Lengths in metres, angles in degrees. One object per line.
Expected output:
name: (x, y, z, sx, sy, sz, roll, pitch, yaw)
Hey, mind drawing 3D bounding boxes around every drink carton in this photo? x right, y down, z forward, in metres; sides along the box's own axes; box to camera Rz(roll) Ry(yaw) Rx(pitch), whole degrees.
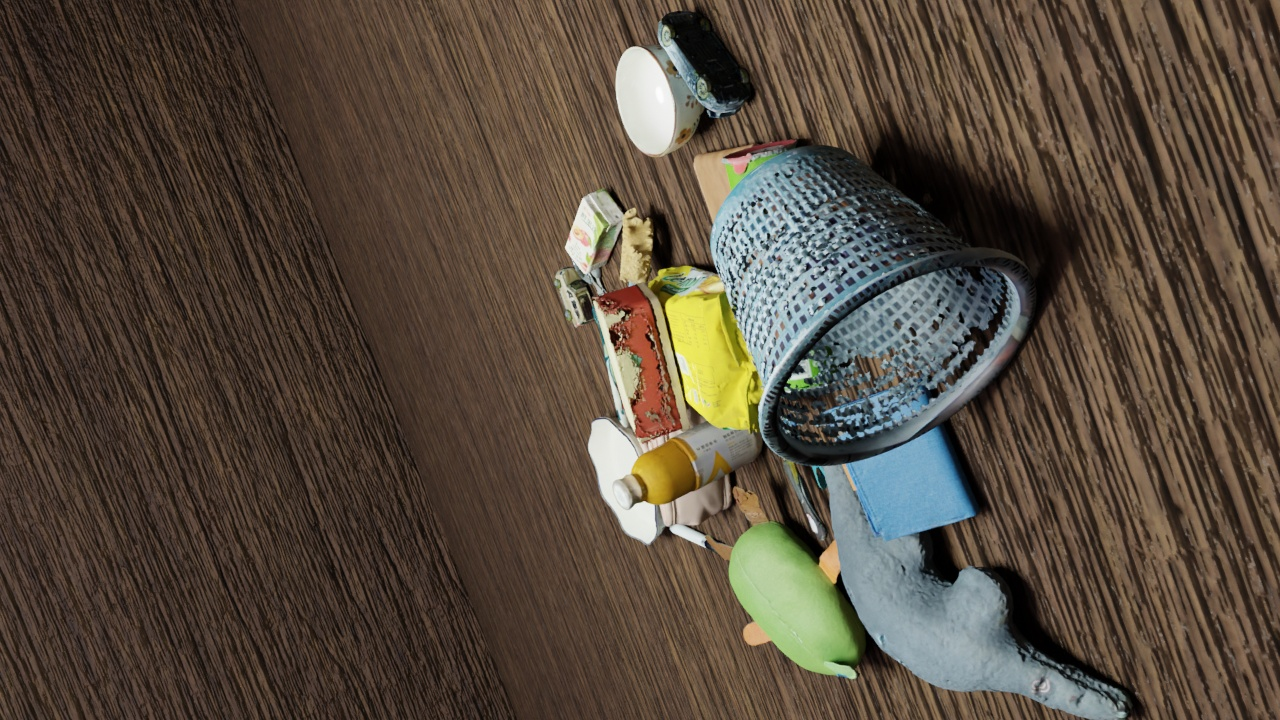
drink carton: (-0.060, -0.172, 1.229, 0.053, 0.045, 0.123, 55, 153, 13)

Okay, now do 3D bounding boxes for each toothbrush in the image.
toothbrush: (-0.042, 0.005, 1.327, 0.018, 0.016, 0.191, -36, 64, 54)

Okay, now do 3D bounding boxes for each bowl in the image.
bowl: (0.028, -0.275, 0.961, 0.113, 0.062, 0.114, 43, 143, 43)

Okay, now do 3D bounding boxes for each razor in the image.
razor: (0.176, 0.133, 1.023, 0.043, 0.022, 0.142, 134, 120, -65)

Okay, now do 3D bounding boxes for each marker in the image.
marker: (0.081, 0.257, 1.328, 0.131, 0.018, 0.022, 10, 126, 60)

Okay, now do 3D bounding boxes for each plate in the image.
plate: (-0.014, 0.179, 1.411, 0.205, 0.045, 0.205, 44, 145, 43)

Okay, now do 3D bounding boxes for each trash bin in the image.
trash bin: (0.161, -0.060, 0.738, 0.227, 0.226, 0.195, 99, 154, -47)

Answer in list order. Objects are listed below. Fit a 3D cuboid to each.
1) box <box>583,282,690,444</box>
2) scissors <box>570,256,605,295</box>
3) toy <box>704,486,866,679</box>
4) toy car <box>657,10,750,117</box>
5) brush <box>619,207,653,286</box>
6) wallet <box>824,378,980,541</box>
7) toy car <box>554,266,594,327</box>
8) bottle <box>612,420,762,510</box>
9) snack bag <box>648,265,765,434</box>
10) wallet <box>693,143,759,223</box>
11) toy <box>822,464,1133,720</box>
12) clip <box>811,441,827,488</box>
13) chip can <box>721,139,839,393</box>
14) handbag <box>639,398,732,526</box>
box: (-0.006, 0.006, 1.042, 0.091, 0.079, 0.168, -123, 16, -66)
scissors: (-0.057, -0.095, 1.328, 0.145, 0.014, 0.172, 29, 137, 51)
toy: (0.173, 0.269, 1.079, 0.246, 0.089, 0.228, 52, 136, 24)
toy car: (0.060, -0.291, 0.897, 0.120, 0.054, 0.037, 61, 152, 15)
brush: (0.000, -0.058, 1.124, 0.083, 0.046, 0.254, -171, 78, -86)
wallet: (0.237, 0.092, 0.843, 0.107, 0.040, 0.133, -25, 85, 34)
toy car: (-0.095, -0.096, 1.363, 0.035, 0.042, 0.090, -12, 101, 54)
bottle: (0.055, 0.119, 1.072, 0.068, 0.189, 0.068, 43, 145, 40)
snack bag: (0.071, -0.015, 1.009, 0.246, 0.068, 0.158, -141, 35, -74)
wallet: (0.103, -0.164, 0.956, 0.101, 0.020, 0.115, 11, 123, 59)
toy: (0.277, 0.230, 0.865, 0.356, 0.091, 0.138, 41, 116, 42)
clip: (0.197, 0.114, 0.998, 0.041, 0.014, 0.056, -19, 94, 64)
chip can: (0.137, -0.089, 0.887, 0.072, 0.072, 0.236, 15, 123, 59)
handbag: (0.031, 0.091, 1.241, 0.234, 0.093, 0.193, -130, 28, -55)
